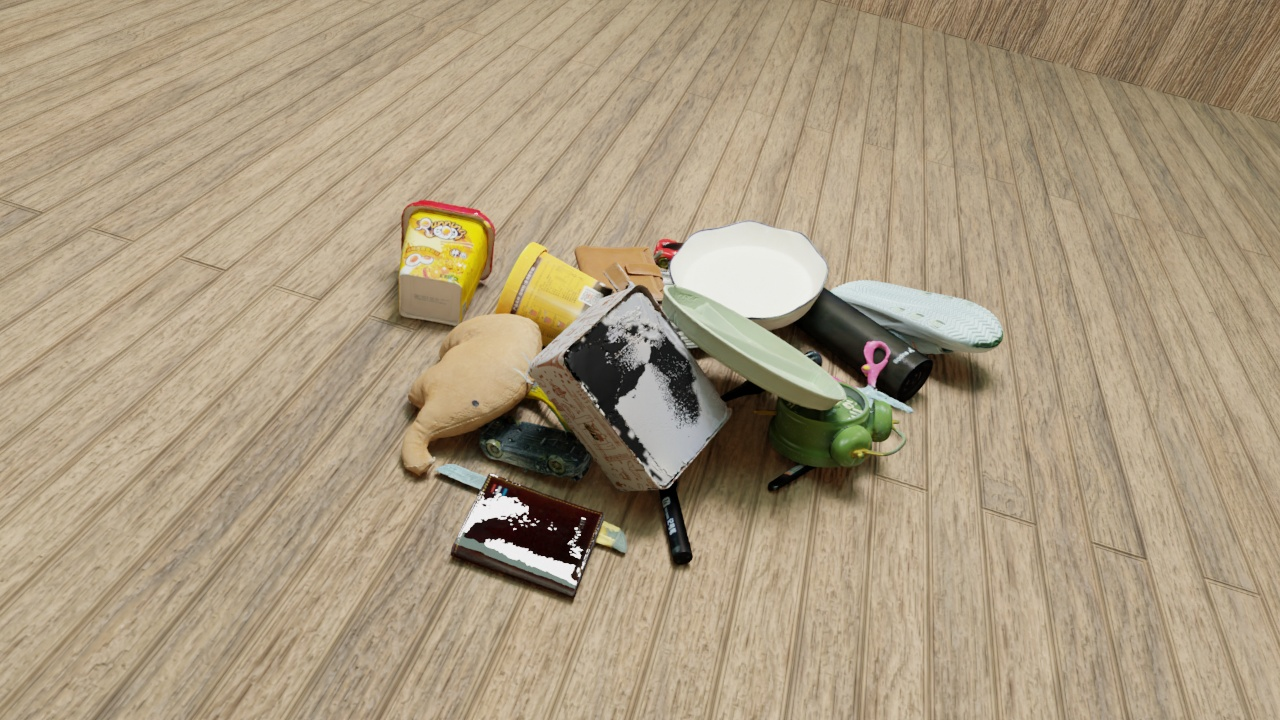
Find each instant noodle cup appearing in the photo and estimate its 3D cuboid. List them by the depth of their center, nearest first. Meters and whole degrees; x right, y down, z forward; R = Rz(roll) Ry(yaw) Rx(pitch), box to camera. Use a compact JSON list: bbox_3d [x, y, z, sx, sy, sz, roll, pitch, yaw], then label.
[{"bbox_3d":[-0.101,-0.066,1.100,0.114,0.119,0.118,24,37,2],"label":"instant noodle cup"},{"bbox_3d":[-0.246,-0.116,1.128,0.116,0.116,0.123,10,49,-5],"label":"instant noodle cup"}]

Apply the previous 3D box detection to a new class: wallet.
[{"bbox_3d":[-0.104,0.164,0.865,0.122,0.020,0.096,19,48,4],"label":"wallet"},{"bbox_3d":[-0.019,-0.108,1.211,0.119,0.035,0.130,-5,40,-12],"label":"wallet"}]

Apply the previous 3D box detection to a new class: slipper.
[{"bbox_3d":[0.368,-0.050,1.260,0.246,0.074,0.103,22,36,38],"label":"slipper"}]

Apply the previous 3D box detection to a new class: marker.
[{"bbox_3d":[0.033,0.152,0.933,0.022,0.020,0.131,17,33,-22],"label":"marker"},{"bbox_3d":[0.186,0.119,1.026,0.123,0.015,0.018,-23,20,-37],"label":"marker"}]

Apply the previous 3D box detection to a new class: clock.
[{"bbox_3d":[0.219,0.073,1.035,0.161,0.056,0.115,21,35,33],"label":"clock"}]

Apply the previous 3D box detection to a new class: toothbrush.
[{"bbox_3d":[0.144,0.027,1.124,0.212,0.026,0.027,-19,60,-35],"label":"toothbrush"}]

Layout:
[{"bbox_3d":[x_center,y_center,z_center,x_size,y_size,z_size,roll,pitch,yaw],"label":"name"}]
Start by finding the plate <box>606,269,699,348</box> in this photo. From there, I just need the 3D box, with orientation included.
[{"bbox_3d":[0.037,-0.063,1.211,0.179,0.024,0.179,7,37,-6],"label":"plate"}]

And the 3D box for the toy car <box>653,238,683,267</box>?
[{"bbox_3d":[0.072,-0.149,1.328,0.106,0.031,0.049,16,38,1],"label":"toy car"}]

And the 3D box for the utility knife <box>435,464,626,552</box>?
[{"bbox_3d":[-0.107,0.143,0.908,0.208,0.021,0.030,17,32,12],"label":"utility knife"}]

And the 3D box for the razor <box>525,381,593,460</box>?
[{"bbox_3d":[-0.091,0.063,1.007,0.043,0.028,0.132,-18,49,-40],"label":"razor"}]

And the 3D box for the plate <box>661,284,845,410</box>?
[{"bbox_3d":[0.119,-0.014,0.999,0.230,0.027,0.230,28,14,-8],"label":"plate"}]

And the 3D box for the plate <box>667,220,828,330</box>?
[{"bbox_3d":[0.141,-0.109,1.211,0.205,0.046,0.204,-2,43,2],"label":"plate"}]

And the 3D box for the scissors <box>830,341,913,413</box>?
[{"bbox_3d":[0.271,0.037,1.127,0.132,0.017,0.133,-6,61,25],"label":"scissors"}]

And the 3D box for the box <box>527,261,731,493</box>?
[{"bbox_3d":[0.006,0.002,0.975,0.179,0.133,0.270,54,30,-15],"label":"box"}]

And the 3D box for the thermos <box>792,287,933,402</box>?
[{"bbox_3d":[0.261,-0.032,1.215,0.090,0.068,0.242,-41,56,-13],"label":"thermos"}]

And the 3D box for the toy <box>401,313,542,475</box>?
[{"bbox_3d":[-0.178,0.026,0.974,0.144,0.082,0.225,-15,30,24],"label":"toy"}]

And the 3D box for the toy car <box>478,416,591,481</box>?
[{"bbox_3d":[-0.109,0.092,0.953,0.121,0.037,0.054,14,36,14],"label":"toy car"}]
